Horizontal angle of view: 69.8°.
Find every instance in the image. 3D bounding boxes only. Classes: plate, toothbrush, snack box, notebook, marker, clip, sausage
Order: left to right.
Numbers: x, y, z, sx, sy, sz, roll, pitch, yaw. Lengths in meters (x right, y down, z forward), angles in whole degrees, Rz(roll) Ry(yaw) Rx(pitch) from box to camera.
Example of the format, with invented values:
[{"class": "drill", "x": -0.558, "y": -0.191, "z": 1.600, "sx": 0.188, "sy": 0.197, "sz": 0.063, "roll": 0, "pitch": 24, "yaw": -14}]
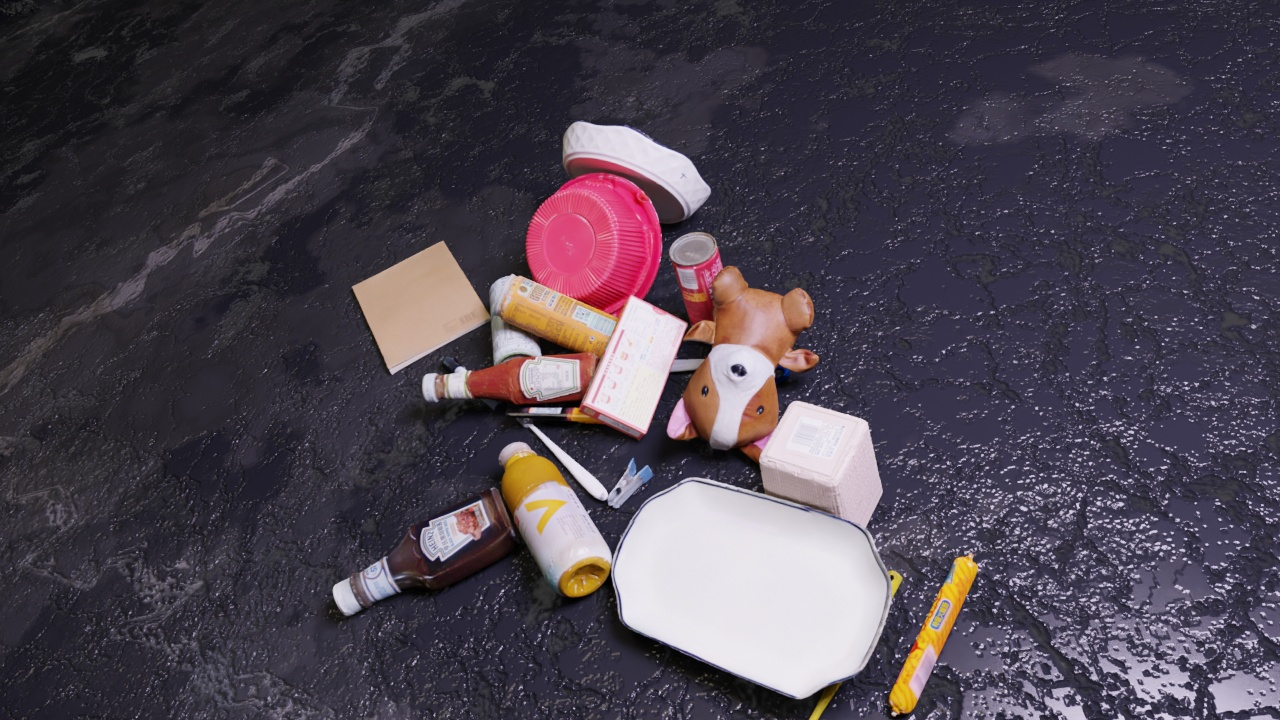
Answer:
[{"class": "notebook", "x": -0.307, "y": -0.080, "z": 1.272, "sx": 0.149, "sy": 0.012, "sz": 0.211, "roll": -29, "pitch": 46, "yaw": -9}, {"class": "marker", "x": -0.205, "y": 0.028, "z": 1.131, "sx": 0.022, "sy": 0.018, "sz": 0.131, "roll": -42, "pitch": 49, "yaw": -18}, {"class": "marker", "x": -0.094, "y": 0.062, "z": 1.049, "sx": 0.124, "sy": 0.015, "sz": 0.018, "roll": 2, "pitch": 35, "yaw": 9}, {"class": "toothbrush", "x": -0.091, "y": 0.102, "z": 1.023, "sx": 0.016, "sy": 0.016, "sz": 0.180, "roll": -39, "pitch": 48, "yaw": -15}, {"class": "clip", "x": -0.015, "y": 0.132, "z": 0.964, "sx": 0.045, "sy": 0.027, "sz": 0.058, "roll": 27, "pitch": 65, "yaw": 28}, {"class": "plate", "x": -0.013, "y": -0.238, "z": 1.195, "sx": 0.205, "sy": 0.205, "sz": 0.045, "roll": 16, "pitch": 79, "yaw": 31}, {"class": "snack box", "x": -0.006, "y": 0.006, "z": 1.038, "sx": 0.077, "sy": 0.027, "sz": 0.155, "roll": 26, "pitch": 60, "yaw": -7}, {"class": "plate", "x": 0.096, "y": 0.202, "z": 0.830, "sx": 0.266, "sy": 0.034, "sz": 0.161, "roll": 11, "pitch": 64, "yaw": 34}, {"class": "toothbrush", "x": 0.175, "y": 0.257, "z": 0.785, "sx": 0.016, "sy": 0.017, "sz": 0.189, "roll": 21, "pitch": 59, "yaw": 34}, {"class": "sausage", "x": 0.250, "y": 0.231, "z": 0.779, "sx": 0.021, "sy": 0.021, "sz": 0.164, "roll": 19, "pitch": 57, "yaw": 32}]

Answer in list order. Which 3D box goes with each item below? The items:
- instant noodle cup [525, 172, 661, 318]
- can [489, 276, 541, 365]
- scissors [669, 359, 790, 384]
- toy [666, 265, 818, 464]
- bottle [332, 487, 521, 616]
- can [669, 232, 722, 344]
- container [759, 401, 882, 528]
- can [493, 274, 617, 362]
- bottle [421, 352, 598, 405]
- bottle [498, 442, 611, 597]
[{"class": "instant noodle cup", "x": -0.072, "y": -0.140, "z": 1.131, "sx": 0.194, "sy": 0.065, "sz": 0.194, "roll": 1, "pitch": 91, "yaw": 29}, {"class": "can", "x": -0.157, "y": -0.040, "z": 1.148, "sx": 0.058, "sy": 0.058, "sz": 0.146, "roll": -17, "pitch": 46, "yaw": 4}, {"class": "scissors", "x": 0.089, "y": 0.011, "z": 1.047, "sx": 0.173, "sy": 0.012, "sz": 0.124, "roll": -24, "pitch": 46, "yaw": 0}, {"class": "toy", "x": 0.109, "y": 0.008, "z": 0.963, "sx": 0.140, "sy": 0.130, "sz": 0.199, "roll": 19, "pitch": 76, "yaw": 11}, {"class": "bottle", "x": -0.224, "y": 0.205, "z": 0.956, "sx": 0.195, "sy": 0.044, "sz": 0.080, "roll": -27, "pitch": 45, "yaw": -5}, {"class": "can", "x": 0.073, "y": -0.080, "z": 1.050, "sx": 0.053, "sy": 0.133, "sz": 0.053, "roll": -10, "pitch": 46, "yaw": 11}, {"class": "container", "x": 0.168, "y": 0.106, "z": 0.860, "sx": 0.090, "sy": 0.111, "sz": 0.090, "roll": 16, "pitch": 56, "yaw": 31}, {"class": "can", "x": -0.097, "y": -0.049, "z": 1.094, "sx": 0.146, "sy": 0.058, "sz": 0.058, "roll": 24, "pitch": 55, "yaw": 1}, {"class": "bottle", "x": -0.150, "y": 0.026, "z": 1.068, "sx": 0.206, "sy": 0.060, "sz": 0.059, "roll": -4, "pitch": 47, "yaw": 6}, {"class": "bottle", "x": -0.095, "y": 0.156, "z": 0.938, "sx": 0.068, "sy": 0.068, "sz": 0.189, "roll": -30, "pitch": 46, "yaw": -9}]
